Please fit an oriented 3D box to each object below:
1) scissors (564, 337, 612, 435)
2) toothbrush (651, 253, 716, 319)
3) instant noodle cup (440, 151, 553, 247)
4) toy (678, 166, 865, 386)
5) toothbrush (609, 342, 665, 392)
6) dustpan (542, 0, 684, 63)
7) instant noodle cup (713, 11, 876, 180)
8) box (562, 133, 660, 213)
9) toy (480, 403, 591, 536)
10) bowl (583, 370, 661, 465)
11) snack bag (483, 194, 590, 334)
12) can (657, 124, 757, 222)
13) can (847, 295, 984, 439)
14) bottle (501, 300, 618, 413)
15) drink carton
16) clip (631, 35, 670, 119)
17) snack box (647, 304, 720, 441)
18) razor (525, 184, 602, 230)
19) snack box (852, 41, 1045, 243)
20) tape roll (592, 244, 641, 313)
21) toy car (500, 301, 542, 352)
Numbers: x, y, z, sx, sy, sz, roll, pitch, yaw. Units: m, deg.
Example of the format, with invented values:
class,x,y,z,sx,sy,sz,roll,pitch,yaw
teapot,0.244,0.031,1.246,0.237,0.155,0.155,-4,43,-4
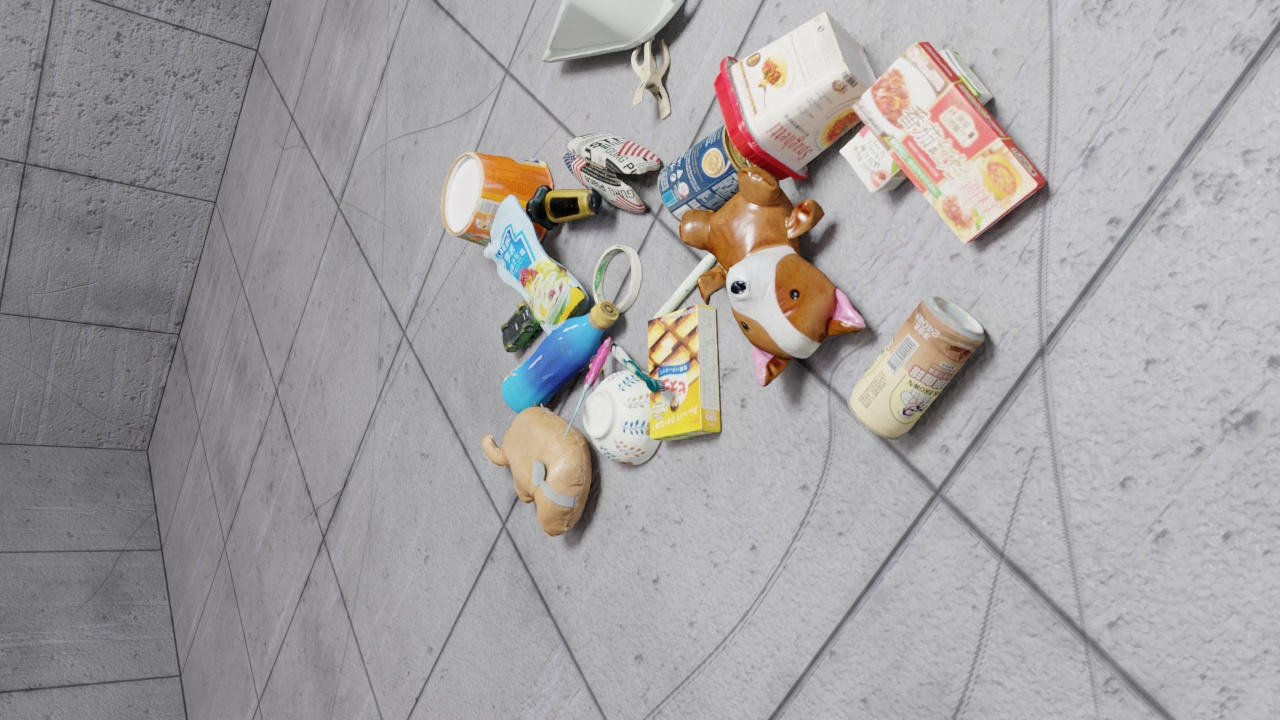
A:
class,x,y,z,sx,sy,sz,roll,pitch,yaw
scissors,-0.066,0.036,1.114,0.113,0.017,0.134,125,169,-68
toothbrush,0.064,-0.100,1.023,0.190,0.020,0.029,-50,49,37
instant noodle cup,-0.210,-0.228,1.318,0.152,0.111,0.151,-12,75,50
toy,0.121,-0.084,0.877,0.140,0.130,0.199,-35,67,36
toothbrush,-0.006,0.006,1.061,0.191,0.018,0.016,-138,53,-67
dustpan,-0.014,-0.487,1.169,0.258,0.142,0.222,-165,96,-80
instant noodle cup,0.152,-0.253,0.874,0.124,0.116,0.116,-29,61,32
box,-0.041,-0.232,1.155,0.163,0.076,0.088,37,134,45
toy,-0.136,0.125,1.188,0.226,0.082,0.143,33,108,51
bowl,-0.027,0.066,1.077,0.114,0.062,0.113,-10,78,51
snack bag,-0.144,-0.121,1.226,0.191,0.038,0.111,50,139,20
can,0.079,-0.198,0.976,0.111,0.075,0.075,-26,64,47
can,0.228,0.006,0.765,0.116,0.058,0.058,-59,44,27
bottle,-0.101,-0.005,1.178,0.219,0.065,0.065,-41,54,40
drink carton,0.239,-0.205,0.796,0.123,0.045,0.053,-45,70,38
clip,0.014,-0.345,1.114,0.035,0.071,0.100,-25,59,46
snack box,0.047,0.015,1.015,0.087,0.033,0.140,-15,74,50
razor,-0.098,-0.201,1.194,0.168,0.067,0.062,12,115,61
snack box,0.249,-0.178,0.748,0.153,0.025,0.075,54,130,10
tape roll,-0.030,-0.101,1.146,0.086,0.013,0.085,-13,74,50
toy car,-0.165,-0.047,1.290,0.091,0.036,0.043,-41,55,37
